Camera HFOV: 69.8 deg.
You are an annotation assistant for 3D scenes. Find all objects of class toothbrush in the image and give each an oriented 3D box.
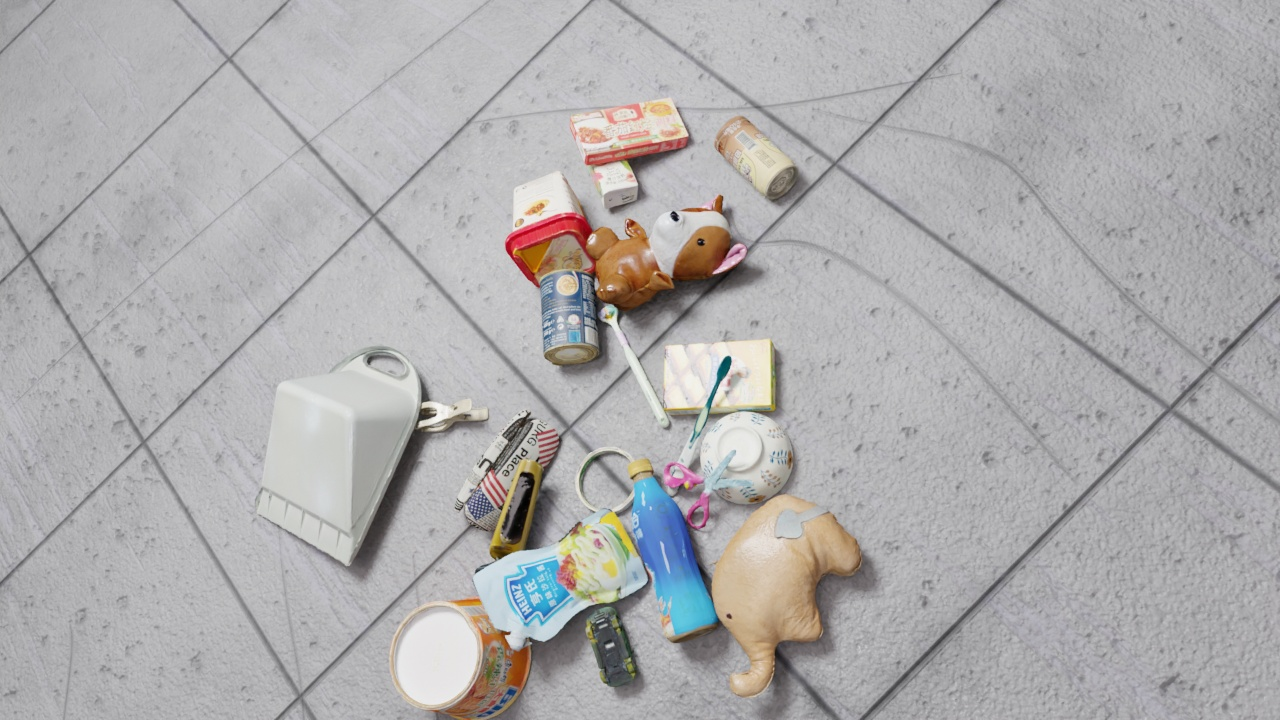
[{"bbox_3d":[-0.007,0.007,1.205,0.029,0.020,0.189,-29,67,5],"label":"toothbrush"},{"bbox_3d":[0.073,0.081,1.130,0.016,0.018,0.192,25,99,15],"label":"toothbrush"}]

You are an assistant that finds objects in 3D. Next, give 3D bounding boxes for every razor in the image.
[{"bbox_3d":[-0.158,0.206,1.149,0.062,0.067,0.167,16,86,0],"label":"razor"}]

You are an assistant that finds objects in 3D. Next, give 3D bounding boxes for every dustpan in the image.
[{"bbox_3d":[-0.408,0.113,1.284,0.223,0.142,0.258,17,106,33],"label":"dustpan"}]

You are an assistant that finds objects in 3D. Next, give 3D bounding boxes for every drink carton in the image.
[{"bbox_3d":[-0.048,-0.277,1.301,0.053,0.046,0.122,-18,66,-10],"label":"drink carton"}]

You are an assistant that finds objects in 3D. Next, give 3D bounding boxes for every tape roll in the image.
[{"bbox_3d":[-0.041,0.153,1.168,0.086,0.014,0.085,-6,69,16],"label":"tape roll"}]

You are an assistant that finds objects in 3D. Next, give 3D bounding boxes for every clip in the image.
[{"bbox_3d":[-0.261,0.073,1.255,0.100,0.071,0.034,-12,67,20],"label":"clip"}]

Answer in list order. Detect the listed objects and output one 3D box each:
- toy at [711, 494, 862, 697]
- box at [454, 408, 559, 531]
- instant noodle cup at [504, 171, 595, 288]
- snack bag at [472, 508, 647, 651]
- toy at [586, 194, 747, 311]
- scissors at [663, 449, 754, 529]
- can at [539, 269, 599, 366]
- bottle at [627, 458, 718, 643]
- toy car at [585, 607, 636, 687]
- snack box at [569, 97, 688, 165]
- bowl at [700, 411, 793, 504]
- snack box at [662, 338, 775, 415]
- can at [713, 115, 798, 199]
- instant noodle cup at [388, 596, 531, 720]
[{"bbox_3d":[0.145,0.260,1.034,0.143,0.082,0.226,29,84,26],"label":"toy"},{"bbox_3d":[-0.170,0.146,1.193,0.088,0.076,0.162,37,82,3],"label":"box"},{"bbox_3d":[-0.122,-0.183,1.265,0.117,0.116,0.124,-19,54,11],"label":"instant noodle cup"},{"bbox_3d":[-0.095,0.263,1.101,0.190,0.039,0.110,-25,79,-14],"label":"snack bag"},{"bbox_3d":[0.032,-0.146,1.197,0.199,0.130,0.140,-16,61,2],"label":"toy"},{"bbox_3d":[0.082,0.155,1.090,0.135,0.017,0.113,-7,96,42],"label":"scissors"},{"bbox_3d":[-0.095,-0.056,1.225,0.075,0.075,0.111,-10,69,14],"label":"can"},{"bbox_3d":[0.030,0.221,1.093,0.065,0.065,0.218,-22,66,9],"label":"bottle"},{"bbox_3d":[-0.033,0.340,1.087,0.043,0.036,0.091,-23,64,8],"label":"toy car"},{"bbox_3d":[-0.016,-0.321,1.286,0.152,0.026,0.075,-14,66,-15],"label":"snack box"},{"bbox_3d":[0.124,0.112,1.103,0.113,0.062,0.113,-5,70,15],"label":"bowl"},{"bbox_3d":[0.099,0.022,1.159,0.140,0.034,0.086,-2,71,16],"label":"snack box"},{"bbox_3d":[0.154,-0.273,1.228,0.058,0.058,0.116,-40,65,1],"label":"can"},{"bbox_3d":[-0.222,0.355,1.102,0.151,0.111,0.151,-6,70,16],"label":"instant noodle cup"}]
